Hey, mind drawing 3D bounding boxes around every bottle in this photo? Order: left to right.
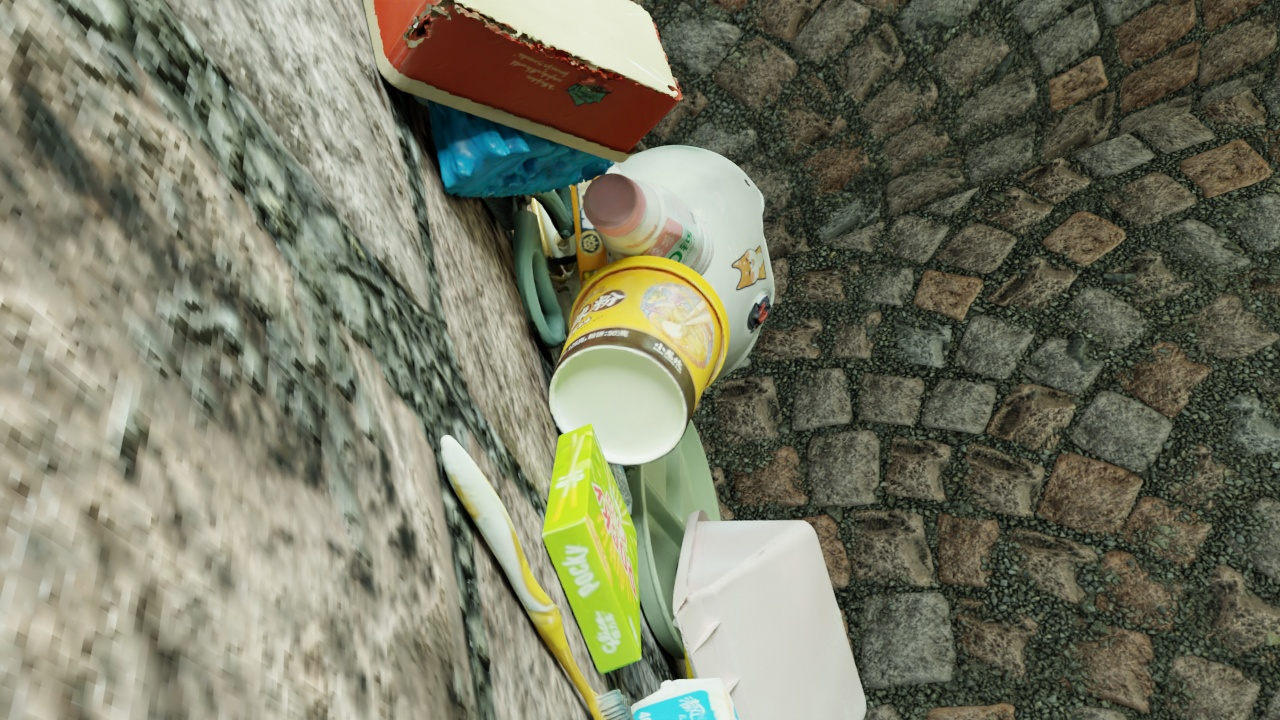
[{"bbox_3d":[0.007,-0.101,0.705,0.196,0.068,0.068,14,56,-74],"label":"bottle"}]

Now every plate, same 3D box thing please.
[{"bbox_3d":[0.031,0.141,0.781,0.229,0.027,0.230,-11,90,-72],"label":"plate"}]

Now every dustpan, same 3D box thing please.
[{"bbox_3d":[0.063,0.231,0.679,0.272,0.139,0.222,-21,97,-55],"label":"dustpan"}]

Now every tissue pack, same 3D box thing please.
[{"bbox_3d":[0.037,0.231,0.459,0.140,0.063,0.090,-98,168,-77],"label":"tissue pack"}]

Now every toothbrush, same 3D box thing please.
[{"bbox_3d":[-0.037,0.101,0.378,0.016,0.018,0.191,-108,177,-57],"label":"toothbrush"}]

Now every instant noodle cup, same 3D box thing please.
[{"bbox_3d":[-0.004,0.004,0.635,0.114,0.119,0.118,-67,141,-57],"label":"instant noodle cup"}]

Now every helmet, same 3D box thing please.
[{"bbox_3d":[0.019,-0.093,0.983,0.156,0.230,0.274,-22,119,-65],"label":"helmet"}]

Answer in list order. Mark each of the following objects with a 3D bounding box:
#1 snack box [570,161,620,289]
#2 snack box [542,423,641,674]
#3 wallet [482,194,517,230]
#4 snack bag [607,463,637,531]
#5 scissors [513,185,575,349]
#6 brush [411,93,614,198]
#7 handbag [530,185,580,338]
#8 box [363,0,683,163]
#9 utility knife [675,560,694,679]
[{"bbox_3d":[-0.033,-0.121,0.748,0.075,0.026,0.154,-31,116,-74],"label":"snack box"},{"bbox_3d":[-0.026,0.100,0.531,0.156,0.026,0.086,-95,165,-77],"label":"snack box"},{"bbox_3d":[-0.118,-0.162,0.640,0.097,0.019,0.120,63,7,-63],"label":"wallet"},{"bbox_3d":[-0.027,0.075,0.671,0.048,0.026,0.104,47,22,-59],"label":"snack bag"},{"bbox_3d":[-0.071,-0.103,0.676,0.180,0.019,0.170,-66,147,-66],"label":"scissors"},{"bbox_3d":[-0.047,-0.174,0.632,0.109,0.061,0.313,61,30,4],"label":"brush"},{"bbox_3d":[-0.064,-0.080,0.830,0.163,0.063,0.178,55,30,-78],"label":"handbag"},{"bbox_3d":[-0.056,-0.182,0.501,0.168,0.076,0.091,9,54,-42],"label":"box"},{"bbox_3d":[0.047,0.251,0.690,0.033,0.015,0.208,28,53,-68],"label":"utility knife"}]
